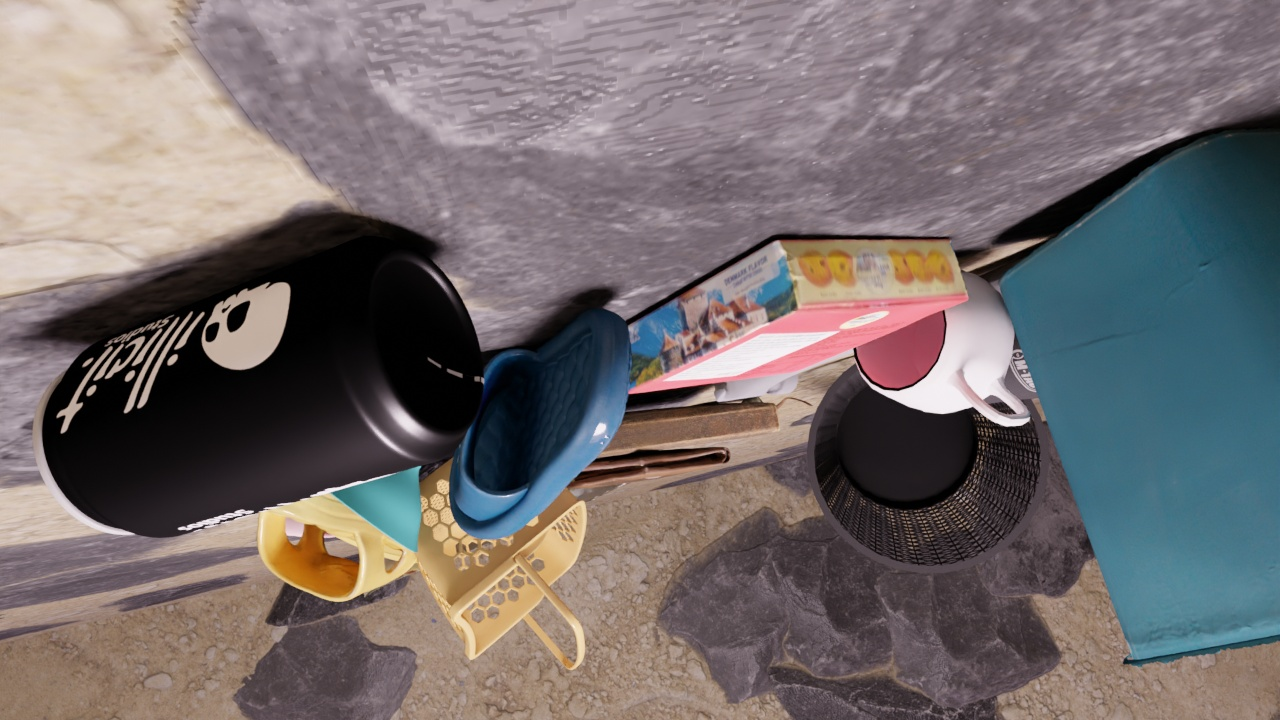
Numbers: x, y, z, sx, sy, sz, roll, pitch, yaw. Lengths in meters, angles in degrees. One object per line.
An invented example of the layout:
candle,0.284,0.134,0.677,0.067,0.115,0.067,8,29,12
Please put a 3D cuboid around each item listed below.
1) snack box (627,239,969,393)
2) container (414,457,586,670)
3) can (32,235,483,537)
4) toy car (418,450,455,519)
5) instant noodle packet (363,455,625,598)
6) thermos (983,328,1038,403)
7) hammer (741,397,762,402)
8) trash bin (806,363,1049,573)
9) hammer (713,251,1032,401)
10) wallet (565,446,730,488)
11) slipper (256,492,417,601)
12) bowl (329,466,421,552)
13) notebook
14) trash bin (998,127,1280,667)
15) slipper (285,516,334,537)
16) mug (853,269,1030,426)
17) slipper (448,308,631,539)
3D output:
snack box,0.083,-0.024,0.519,0.142,0.040,0.145,-5,166,-37
container,-0.097,0.166,0.721,0.129,0.167,0.184,-38,162,-22
can,-0.137,0.013,0.333,0.146,0.080,0.080,-17,169,19
toy car,-0.170,0.103,0.785,0.081,0.056,0.189,-42,166,-10
instant noodle packet,-0.145,0.138,0.907,0.269,0.057,0.147,-21,-160,-4
thermos,0.315,-0.010,0.742,0.105,0.105,0.219,-7,173,-30
hammer,-0.001,0.102,1.105,0.132,0.033,0.334,-8,169,-33
trash bin,0.291,0.093,0.978,0.217,0.217,0.243,-15,176,11
hammer,0.176,-0.023,0.674,0.124,0.029,0.312,-4,165,-44
wallet,0.003,0.089,0.778,0.099,0.027,0.121,-12,172,38
slipper,-0.253,0.142,0.724,0.099,0.078,0.264,17,161,12
bowl,-0.182,0.072,0.610,0.046,0.121,0.121,-52,178,-14
notebook,0.005,0.058,0.771,0.215,0.034,0.191,-4,176,-31
trash bin,0.321,0.015,0.473,0.196,0.218,0.200,-9,159,-27
slipper,-0.288,0.142,0.888,0.106,0.055,0.222,-1,162,-42
mug,0.191,-0.002,0.558,0.076,0.123,0.090,7,125,-34
slipper,-0.069,0.033,0.515,0.059,0.103,0.214,16,149,-25
